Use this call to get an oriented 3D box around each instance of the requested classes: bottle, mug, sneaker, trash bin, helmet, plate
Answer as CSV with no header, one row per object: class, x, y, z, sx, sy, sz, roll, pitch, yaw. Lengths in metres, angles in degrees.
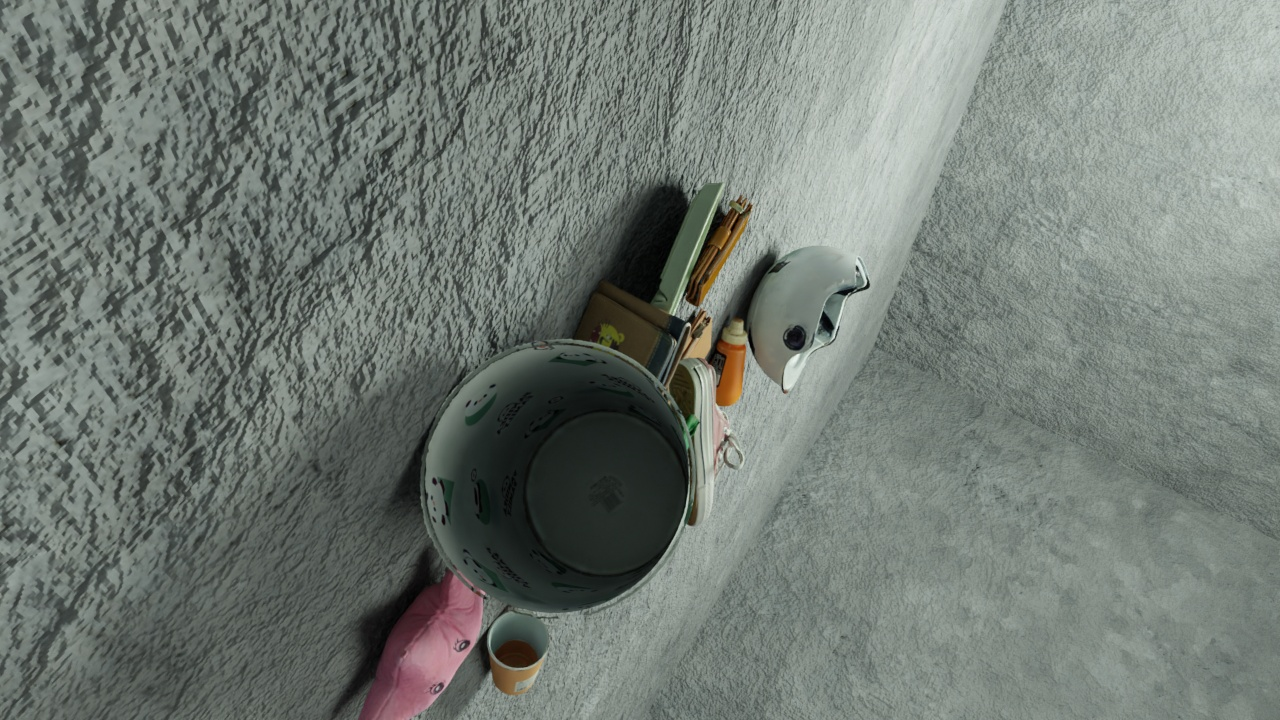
bottle,0.144,0.000,1.499,0.066,0.067,0.150,-34,140,-56
mug,-0.161,0.386,1.193,0.078,0.078,0.123,-49,162,-36
sneaker,0.088,0.108,1.240,0.087,0.118,0.241,-11,110,-31
trash bin,-0.055,0.116,0.868,0.229,0.229,0.252,-60,169,-6
helmet,0.262,-0.087,1.553,0.259,0.146,0.228,-60,163,20
plate,0.041,-0.095,1.028,0.230,0.027,0.230,28,85,-87

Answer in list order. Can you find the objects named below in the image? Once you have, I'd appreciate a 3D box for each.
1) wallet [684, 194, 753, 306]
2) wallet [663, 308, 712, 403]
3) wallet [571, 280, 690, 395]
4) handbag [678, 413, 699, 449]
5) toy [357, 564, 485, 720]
wallet,0.102,-0.141,1.183,0.130,0.035,0.119,-59,171,-12
wallet,0.062,0.003,1.311,0.131,0.031,0.108,-57,162,-26
wallet,-0.012,-0.021,0.932,0.033,0.115,0.090,3,114,-57
handbag,-0.006,0.088,1.090,0.120,0.131,0.068,-60,174,-21
toy,-0.211,0.283,0.885,0.194,0.074,0.178,-60,171,-9
